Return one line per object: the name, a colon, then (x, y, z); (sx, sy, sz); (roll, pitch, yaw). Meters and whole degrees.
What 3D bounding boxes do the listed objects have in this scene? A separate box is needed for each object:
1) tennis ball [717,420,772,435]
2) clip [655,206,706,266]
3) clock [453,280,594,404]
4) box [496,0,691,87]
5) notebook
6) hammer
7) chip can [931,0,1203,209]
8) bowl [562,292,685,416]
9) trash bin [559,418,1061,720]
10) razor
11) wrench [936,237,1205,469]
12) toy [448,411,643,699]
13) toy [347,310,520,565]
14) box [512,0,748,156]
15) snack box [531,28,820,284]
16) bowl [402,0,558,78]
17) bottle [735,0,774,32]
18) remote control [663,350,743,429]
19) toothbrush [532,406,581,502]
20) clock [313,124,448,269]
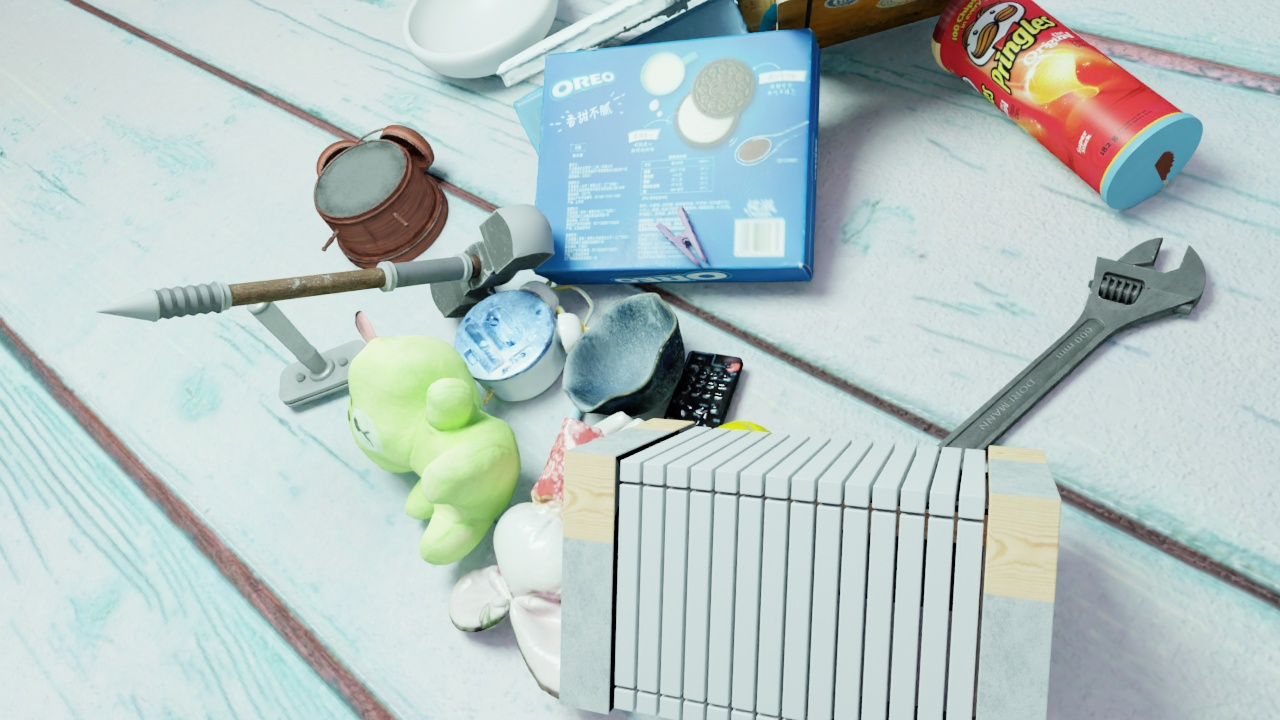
tennis ball: (0.071, 0.076, 0.645); (0.065, 0.065, 0.065); (-9, 56, 13)
clip: (0.030, -0.096, 0.730); (0.043, 0.014, 0.051); (-11, 80, 18)
clock: (-0.095, -0.020, 0.771); (0.125, 0.052, 0.089); (-37, 54, -6)
box: (-0.016, -0.321, 0.861); (0.210, 0.045, 0.190); (-9, 23, 42)
notebook: (0.184, -0.298, 0.762); (0.178, 0.249, 0.014); (-13, 96, 10)
hammer: (-0.226, -0.059, 0.688); (0.156, 0.321, 0.043); (-30, 78, 47)
chip can: (0.331, -0.218, 0.732); (0.087, 0.087, 0.213); (-30, 55, -1)
bowl: (-0.004, 0.004, 0.714); (0.111, 0.055, 0.110); (-30, 37, 26)
trash bin: (0.096, 0.122, 0.526); (0.247, 0.142, 0.142); (3, 95, 21)
razor: (-0.300, -0.015, 0.798); (0.088, 0.116, 0.047); (-20, 50, 6)
wrench: (0.290, 0.005, 0.647); (0.273, 0.018, 0.073); (-40, 55, -7)
toy: (-0.055, 0.121, 0.646); (0.159, 0.084, 0.194); (11, 68, 44)
toy: (-0.160, 0.052, 0.705); (0.107, 0.150, 0.196); (-13, 50, -25)
box: (-0.003, -0.264, 0.906); (0.231, 0.094, 0.111); (-28, 12, 2)
snack box: (0.028, -0.165, 0.774); (0.239, 0.056, 0.195); (1, 84, 20)
bowl: (-0.167, -0.367, 1.006); (0.177, 0.066, 0.176); (-9, 57, 13)
bottle: (0.177, -0.364, 0.892); (0.166, 0.060, 0.059); (-6, 57, 14)
remote control: (0.037, 0.061, 0.695); (0.047, 0.022, 0.150); (10, 61, 25)
toothbrush: (-0.054, 0.050, 0.735); (0.016, 0.022, 0.154); (-25, 38, 57)
clock: (-0.260, -0.169, 0.909); (0.121, 0.072, 0.157); (-14, 56, 10)
